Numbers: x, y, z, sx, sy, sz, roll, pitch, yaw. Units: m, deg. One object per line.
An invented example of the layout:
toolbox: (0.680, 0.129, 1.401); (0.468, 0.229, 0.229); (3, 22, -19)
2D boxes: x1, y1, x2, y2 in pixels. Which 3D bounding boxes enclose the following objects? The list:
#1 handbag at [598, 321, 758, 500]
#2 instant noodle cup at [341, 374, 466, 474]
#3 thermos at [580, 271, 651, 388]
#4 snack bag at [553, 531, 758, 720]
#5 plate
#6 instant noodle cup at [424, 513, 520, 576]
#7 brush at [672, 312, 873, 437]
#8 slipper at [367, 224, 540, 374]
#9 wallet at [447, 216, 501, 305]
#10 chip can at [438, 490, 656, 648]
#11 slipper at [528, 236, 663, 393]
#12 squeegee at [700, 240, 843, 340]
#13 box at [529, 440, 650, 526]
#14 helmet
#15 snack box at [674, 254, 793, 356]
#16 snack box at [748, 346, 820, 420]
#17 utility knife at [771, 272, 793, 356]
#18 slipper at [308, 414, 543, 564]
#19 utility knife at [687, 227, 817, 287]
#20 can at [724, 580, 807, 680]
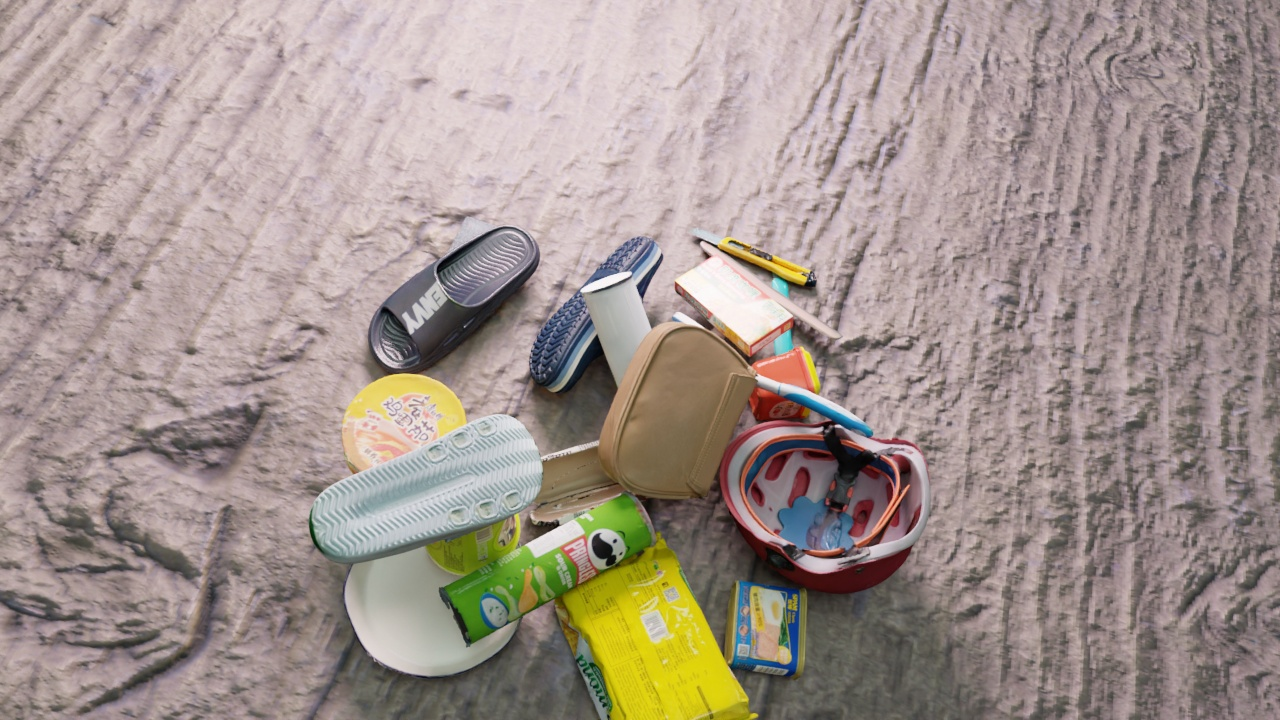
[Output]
handbag: (0.040, 0.061, 1.069); (0.147, 0.100, 0.204); (25, 88, -17)
instant noodle cup: (-0.274, 0.100, 1.081); (0.138, 0.110, 0.137); (4, 62, -7)
thermos: (-0.007, 0.007, 1.138); (0.073, 0.073, 0.224); (-25, 105, -20)
snack bag: (0.011, 0.319, 1.017); (0.157, 0.068, 0.246); (-18, 57, -17)
plate: (-0.229, 0.257, 1.042); (0.205, 0.046, 0.204); (3, 62, -6)
instant noodle cup: (-0.186, 0.164, 1.000); (0.111, 0.124, 0.111); (4, 61, -7)
brush: (0.132, 0.032, 1.133); (0.109, 0.060, 0.314); (-42, 57, -11)
slipper: (-0.244, -0.095, 1.190); (0.267, 0.083, 0.110); (-42, 79, -17)
wallet: (-0.217, -0.139, 1.270); (0.097, 0.019, 0.120); (19, 60, -1)
chip can: (-0.100, 0.226, 1.012); (0.235, 0.072, 0.072); (-24, 68, -21)
slipper: (-0.049, -0.053, 1.210); (0.095, 0.105, 0.252); (43, 70, -22)
squeegee: (0.107, -0.034, 1.244); (0.248, 0.040, 0.249); (38, 67, 18)
box: (-0.062, 0.143, 1.109); (0.162, 0.076, 0.086); (-16, 96, -14)
helmet: (0.214, 0.183, 1.096); (0.240, 0.144, 0.206); (15, 51, 21)
snack box: (0.123, -0.076, 1.229); (0.077, 0.027, 0.156); (-33, 55, -19)
snack box: (0.183, 0.033, 1.199); (0.080, 0.091, 0.082); (-10, 64, -6)
utility knife: (0.200, -0.067, 1.297); (0.029, 0.013, 0.182); (7, 58, -8)
slipper: (-0.203, 0.133, 0.899); (0.244, 0.074, 0.104); (-19, 74, -35)
utility knife: (0.163, -0.153, 1.328); (0.202, 0.015, 0.033); (23, 47, 4)
can: (0.145, 0.310, 1.064); (0.083, 0.057, 0.101); (9, 61, -1)
